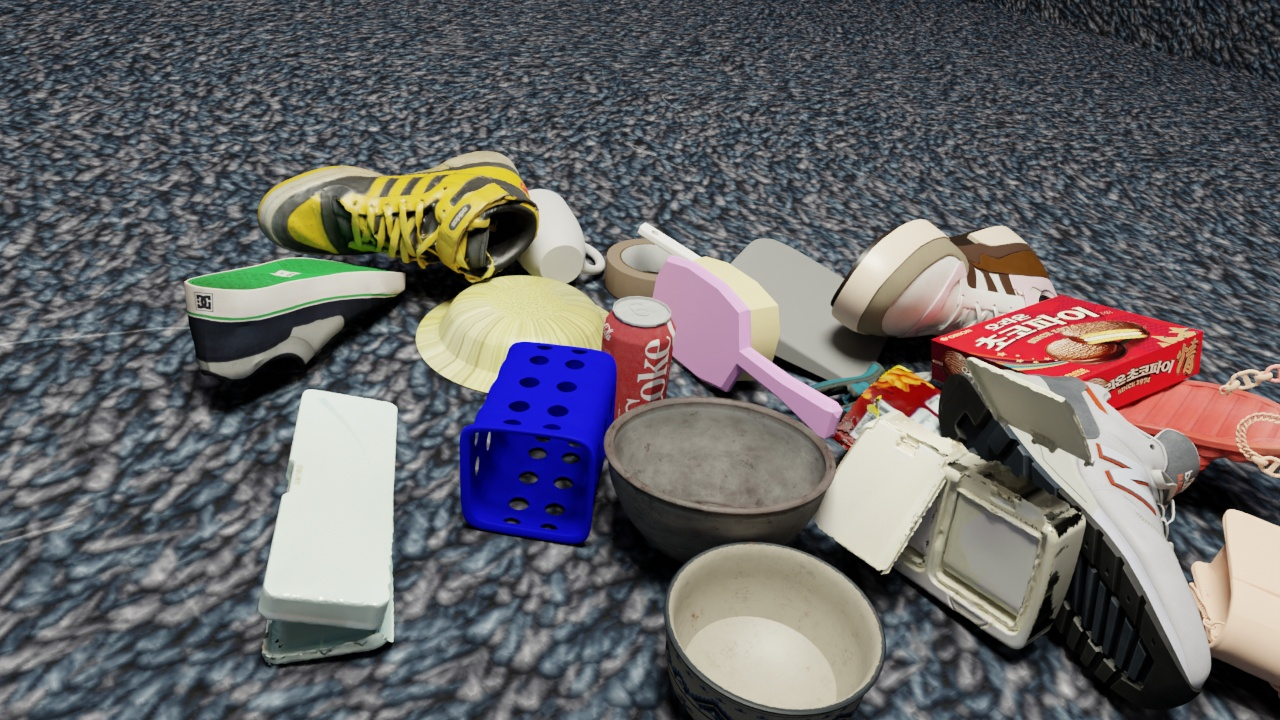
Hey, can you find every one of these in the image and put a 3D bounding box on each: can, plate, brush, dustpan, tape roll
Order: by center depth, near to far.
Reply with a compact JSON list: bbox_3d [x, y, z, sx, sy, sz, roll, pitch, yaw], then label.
[{"bbox_3d":[-0.004,0.004,0.690,0.054,0.097,0.054,5,32,-3],"label":"can"},{"bbox_3d":[0.088,-0.010,0.738,0.043,0.089,0.229,-10,34,-33],"label":"brush"},{"bbox_3d":[-0.099,-0.036,0.793,0.184,0.036,0.184,5,32,-3],"label":"plate"},{"bbox_3d":[0.112,-0.068,0.864,0.257,0.033,0.162,33,37,8],"label":"dustpan"},{"bbox_3d":[0.012,-0.087,0.902,0.093,0.030,0.093,5,32,-3],"label":"tape roll"}]

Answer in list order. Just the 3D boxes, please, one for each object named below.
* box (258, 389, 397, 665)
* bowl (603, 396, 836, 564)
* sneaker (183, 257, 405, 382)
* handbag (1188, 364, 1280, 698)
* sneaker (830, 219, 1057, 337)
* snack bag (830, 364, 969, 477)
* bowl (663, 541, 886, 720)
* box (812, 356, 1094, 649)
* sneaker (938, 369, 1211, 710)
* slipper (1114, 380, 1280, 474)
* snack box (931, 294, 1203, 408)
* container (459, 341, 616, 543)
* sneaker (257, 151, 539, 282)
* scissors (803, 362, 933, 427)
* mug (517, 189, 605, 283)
[{"bbox_3d":[-0.185,0.089,0.562,0.086,0.073,0.198,-18,34,-4],"label":"box"},{"bbox_3d":[0.048,0.085,0.590,0.145,0.067,0.144,4,24,-2],"label":"bowl"},{"bbox_3d":[-0.270,-0.036,0.741,0.084,0.079,0.234,9,14,15],"label":"sneaker"},{"bbox_3d":[0.414,0.112,0.513,0.199,0.187,0.116,24,28,17],"label":"handbag"},{"bbox_3d":[0.291,-0.049,0.830,0.293,0.112,0.116,-6,45,-45],"label":"sneaker"},{"bbox_3d":[0.250,0.081,0.654,0.208,0.067,0.138,32,45,31],"label":"snack bag"},{"bbox_3d":[0.066,0.159,0.492,0.115,0.059,0.115,5,32,-3],"label":"bowl"},{"bbox_3d":[0.178,0.070,0.539,0.080,0.182,0.143,-18,33,-33],"label":"box"},{"bbox_3d":[0.297,0.087,0.573,0.124,0.089,0.239,-10,48,-14],"label":"sneaker"},{"bbox_3d":[0.375,0.052,0.728,0.249,0.059,0.103,11,29,37],"label":"slipper"},{"bbox_3d":[0.343,-0.004,0.748,0.151,0.036,0.133,-17,23,-22],"label":"snack box"},{"bbox_3d":[-0.064,0.050,0.618,0.085,0.085,0.113,8,31,4],"label":"container"},{"bbox_3d":[-0.201,-0.118,0.804,0.238,0.086,0.122,-16,41,-22],"label":"sneaker"},{"bbox_3d":[0.184,0.021,0.761,0.135,0.019,0.129,25,50,1],"label":"scissors"},{"bbox_3d":[-0.076,-0.109,0.900,0.107,0.071,0.089,20,25,-35],"label":"mug"}]
